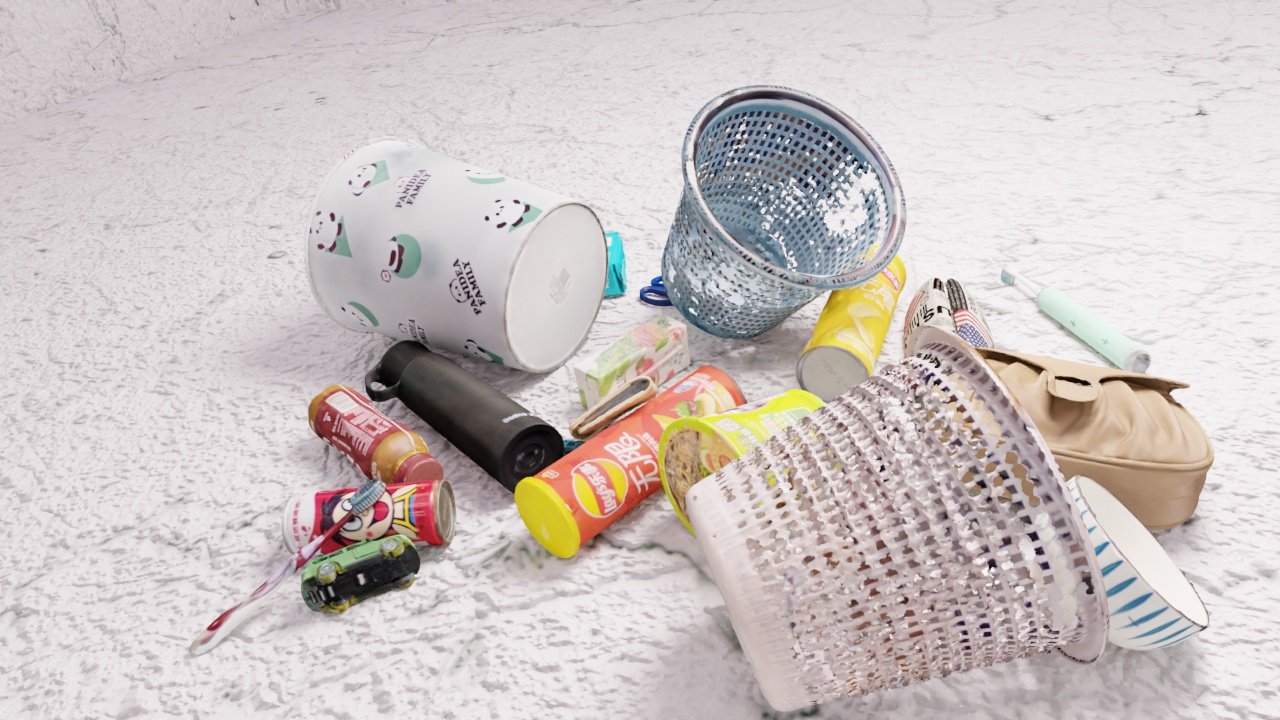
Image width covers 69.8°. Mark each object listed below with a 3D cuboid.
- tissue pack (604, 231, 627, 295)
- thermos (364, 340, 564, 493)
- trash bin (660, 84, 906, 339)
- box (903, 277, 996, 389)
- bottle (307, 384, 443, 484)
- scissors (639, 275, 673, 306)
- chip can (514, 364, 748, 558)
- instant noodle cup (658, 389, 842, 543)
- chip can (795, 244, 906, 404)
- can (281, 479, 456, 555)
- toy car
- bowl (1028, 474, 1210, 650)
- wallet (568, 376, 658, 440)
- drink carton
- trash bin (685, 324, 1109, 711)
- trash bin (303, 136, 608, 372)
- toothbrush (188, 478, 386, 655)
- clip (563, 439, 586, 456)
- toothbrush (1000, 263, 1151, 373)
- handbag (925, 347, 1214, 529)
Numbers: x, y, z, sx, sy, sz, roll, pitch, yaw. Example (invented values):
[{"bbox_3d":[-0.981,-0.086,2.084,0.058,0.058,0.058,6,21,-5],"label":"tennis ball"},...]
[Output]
[{"bbox_3d":[-0.083,-0.113,1.128,0.133,0.050,0.093,-5,34,5],"label":"tissue pack"},{"bbox_3d":[-0.179,0.051,0.872,0.089,0.068,0.243,-23,33,-35],"label":"thermos"},{"bbox_3d":[0.120,-0.127,0.929,0.226,0.196,0.226,7,64,-14],"label":"trash bin"},{"bbox_3d":[0.313,-0.024,0.901,0.088,0.076,0.162,21,32,0],"label":"box"},{"bbox_3d":[-0.246,0.077,0.854,0.057,0.057,0.175,-31,39,-32],"label":"bottle"},{"bbox_3d":[0.084,-0.076,1.069,0.175,0.012,0.107,1,33,11],"label":"scissors"},{"bbox_3d":[-0.001,0.081,0.781,0.216,0.073,0.073,-30,38,-33],"label":"chip can"},{"bbox_3d":[0.096,0.078,0.738,0.123,0.112,0.112,-21,34,-34],"label":"instant noodle cup"},{"bbox_3d":[0.216,-0.039,0.925,0.072,0.072,0.212,7,36,22],"label":"chip can"},{"bbox_3d":[-0.225,0.132,0.765,0.133,0.053,0.053,-6,32,3],"label":"can"},{"bbox_3d":[-0.220,0.165,0.721,0.091,0.043,0.036,-16,33,-14],"label":"toy car"},{"bbox_3d":[0.302,0.140,0.603,0.066,0.116,0.116,-46,21,25],"label":"bowl"},{"bbox_3d":[-0.024,0.044,0.823,0.087,0.024,0.115,-30,-4,1],"label":"wallet"},{"bbox_3d":[-0.005,0.005,0.918,0.122,0.054,0.045,-32,40,-32],"label":"drink carton"},{"bbox_3d":[0.142,0.116,0.583,0.192,0.228,0.227,-23,33,0],"label":"trash bin"},{"bbox_3d":[-0.188,-0.106,0.995,0.252,0.230,0.228,19,40,27],"label":"trash bin"},{"bbox_3d":[-0.274,0.159,0.715,0.187,0.017,0.016,-42,60,-15],"label":"toothbrush"},{"bbox_3d":[-0.066,0.084,0.838,0.056,0.039,0.013,8,33,38],"label":"clip"},{"bbox_3d":[0.433,-0.050,0.934,0.026,0.027,0.224,-1,30,-15],"label":"toothbrush"},{"bbox_3d":[0.334,0.050,0.727,0.205,0.100,0.147,11,33,22],"label":"handbag"}]
